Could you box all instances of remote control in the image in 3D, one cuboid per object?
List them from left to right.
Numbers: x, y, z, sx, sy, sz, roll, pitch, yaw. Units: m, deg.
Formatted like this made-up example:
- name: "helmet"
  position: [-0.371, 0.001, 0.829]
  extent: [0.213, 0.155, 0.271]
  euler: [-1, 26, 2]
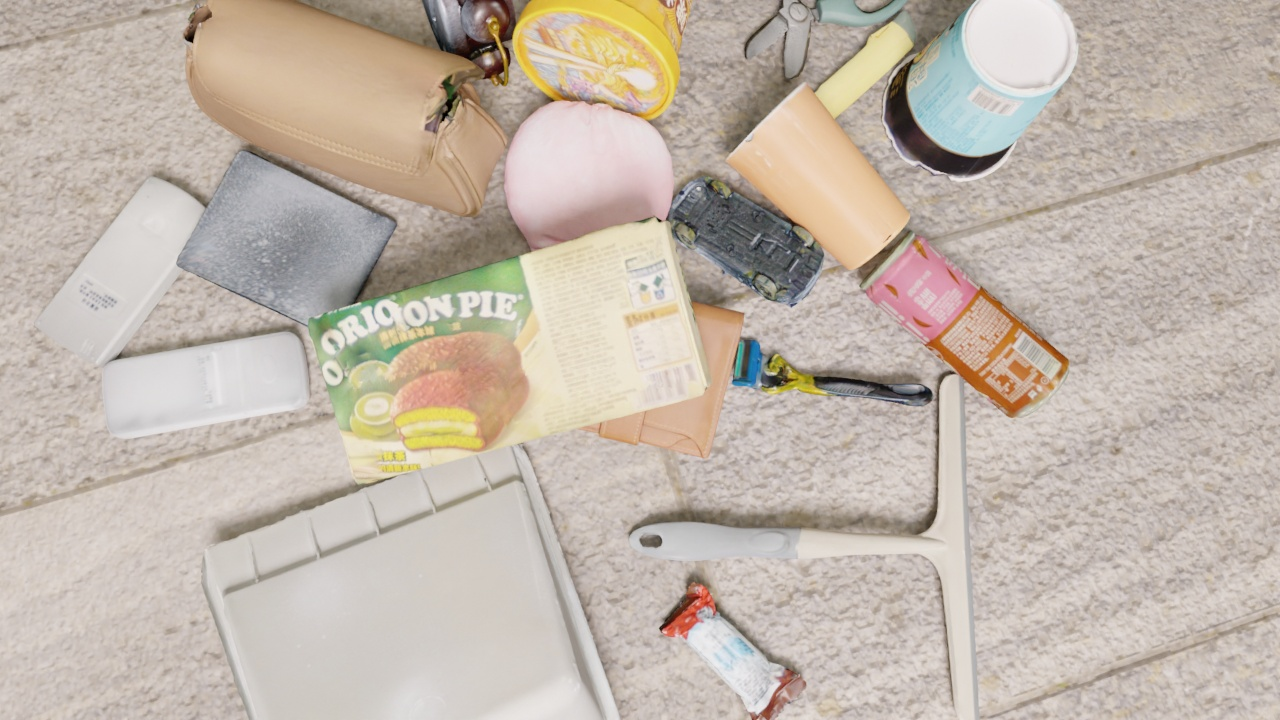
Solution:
- name: "remote control"
  position: [-0.359, -0.064, 0.646]
  extent: [0.056, 0.019, 0.135]
  euler: [32, 80, 2]
- name: "remote control"
  position: [-0.300, 0.017, 0.636]
  extent: [0.136, 0.020, 0.056]
  euler: [-10, 80, -5]

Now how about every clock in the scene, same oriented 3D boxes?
- name: "clock"
  position: [-0.123, -0.253, 0.662]
  extent: [0.055, 0.082, 0.122]
  euler: [-21, 76, -13]

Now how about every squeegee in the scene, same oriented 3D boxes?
- name: "squeegee"
  position: [0.116, 0.125, 0.632]
  extent: [0.246, 0.039, 0.246]
  euler: [2, 80, -3]

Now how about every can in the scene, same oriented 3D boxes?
- name: "can"
  position: [0.230, -0.025, 0.655]
  extent: [0.147, 0.058, 0.058]
  euler: [42, 80, 4]

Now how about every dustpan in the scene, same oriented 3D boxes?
- name: "dustpan"
  position: [-0.130, 0.213, 0.581]
  extent: [0.222, 0.143, 0.257]
  euler: [-20, 43, -14]

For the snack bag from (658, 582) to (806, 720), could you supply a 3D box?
- name: "snack bag"
  position: [0.062, 0.200, 0.622]
  extent: [0.105, 0.026, 0.045]
  euler: [43, 80, 3]

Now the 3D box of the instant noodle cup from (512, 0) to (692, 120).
- name: "instant noodle cup"
  position: [-0.016, -0.251, 0.655]
  extent: [0.118, 0.119, 0.114]
  euler: [19, 71, 0]

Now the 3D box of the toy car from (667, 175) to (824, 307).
- name: "toy car"
  position: [0.076, -0.086, 0.669]
  extent: [0.120, 0.037, 0.054]
  euler: [35, 81, 13]

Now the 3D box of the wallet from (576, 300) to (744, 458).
- name: "wallet"
  position: [-0.004, 0.004, 0.635]
  extent: [0.132, 0.031, 0.108]
  euler: [14, 97, -1]

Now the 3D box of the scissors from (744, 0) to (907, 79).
- name: "scissors"
  position: [0.151, -0.293, 0.717]
  extent: [0.176, 0.019, 0.174]
  euler: [5, 79, -3]

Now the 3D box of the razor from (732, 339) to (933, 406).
- name: "razor"
  position: [0.137, 0.016, 0.658]
  extent: [0.143, 0.022, 0.042]
  euler: [9, 51, 3]

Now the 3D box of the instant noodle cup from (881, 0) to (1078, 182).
- name: "instant noodle cup"
  position: [0.245, -0.201, 0.654]
  extent: [0.111, 0.120, 0.111]
  euler: [1, 80, -4]

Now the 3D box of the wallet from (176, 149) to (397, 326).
- name: "wallet"
  position: [-0.249, -0.083, 0.650]
  extent: [0.121, 0.019, 0.097]
  euler: [26, 78, -8]

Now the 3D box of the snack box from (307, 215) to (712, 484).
- name: "snack box"
  position: [-0.082, -0.005, 0.592]
  extent: [0.240, 0.063, 0.114]
  euler: [-16, 94, 10]

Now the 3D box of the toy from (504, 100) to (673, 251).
- name: "toy"
  position: [-0.039, -0.103, 0.656]
  extent: [0.121, 0.054, 0.159]
  euler: [6, 92, -3]

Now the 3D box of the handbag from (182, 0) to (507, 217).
- name: "handbag"
  position: [-0.191, -0.174, 0.610]
  extent: [0.204, 0.148, 0.099]
  euler: [18, 81, -5]

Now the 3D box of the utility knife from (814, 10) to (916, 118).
- name: "utility knife"
  position: [0.148, -0.205, 0.702]
  extent: [0.175, 0.019, 0.031]
  euler: [-41, 82, -10]

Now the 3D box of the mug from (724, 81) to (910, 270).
- name: "mug"
  position: [0.130, -0.128, 0.659]
  extent: [0.123, 0.078, 0.078]
  euler: [45, 80, -4]
